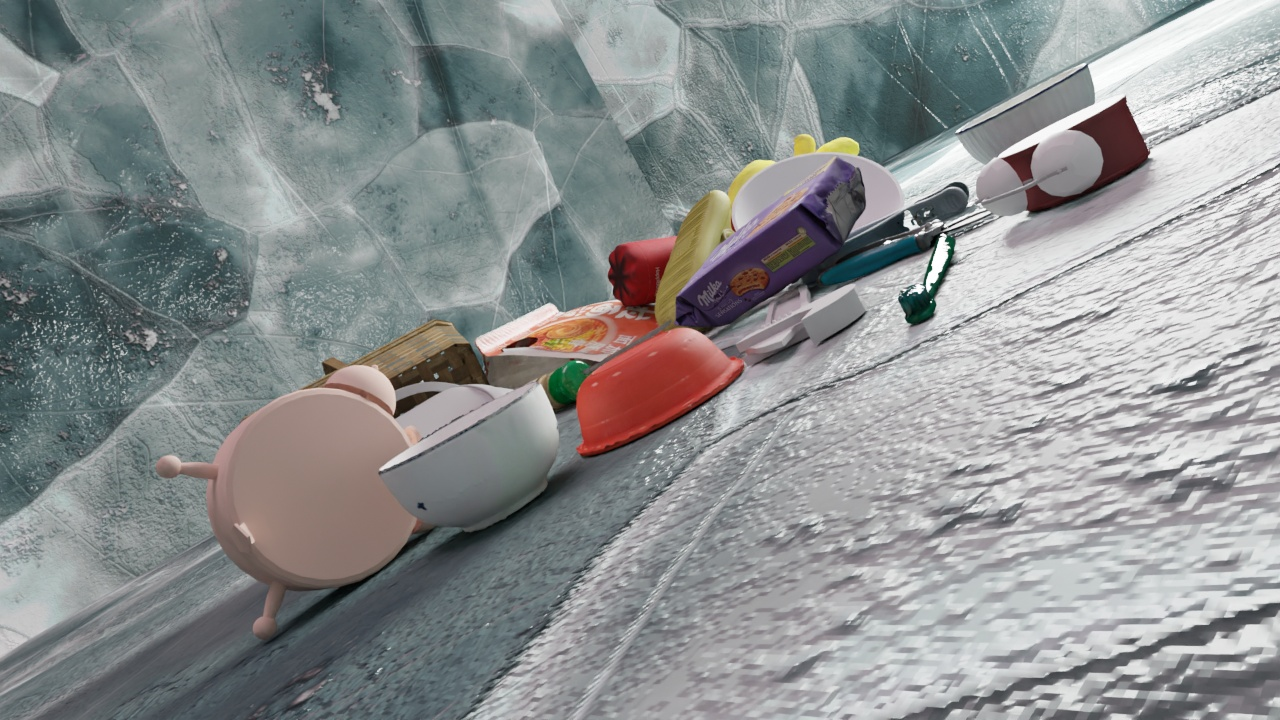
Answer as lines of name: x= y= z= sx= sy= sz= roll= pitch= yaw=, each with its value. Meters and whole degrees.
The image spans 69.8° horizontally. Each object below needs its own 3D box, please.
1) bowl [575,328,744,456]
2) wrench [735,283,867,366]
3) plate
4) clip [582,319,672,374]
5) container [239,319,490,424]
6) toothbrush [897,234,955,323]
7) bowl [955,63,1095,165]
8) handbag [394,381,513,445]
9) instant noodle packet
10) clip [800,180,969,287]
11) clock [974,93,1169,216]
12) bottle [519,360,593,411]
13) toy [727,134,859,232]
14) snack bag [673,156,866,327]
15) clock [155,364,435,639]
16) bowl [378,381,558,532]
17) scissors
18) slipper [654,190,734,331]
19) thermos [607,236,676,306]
bowl: x=0.004 y=0.014 z=0.631 sx=0.130 sy=0.045 sz=0.130 roll=-29 pitch=5 yaw=3
wrench: x=0.122 y=-0.040 z=0.693 sx=0.087 sy=0.018 sz=0.272 roll=-27 pitch=5 yaw=14
plate: x=0.185 y=-0.149 z=0.958 sx=0.174 sy=0.036 sz=0.173 roll=-8 pitch=48 yaw=8
clip: x=-0.004 y=0.006 z=0.867 sx=0.102 sy=0.054 sz=0.057 roll=-30 pitch=41 yaw=-16
container: x=-0.277 y=0.070 z=0.963 sx=0.249 sy=0.157 sz=0.187 roll=-32 pitch=18 yaw=-27
toothbrush: x=0.176 y=-0.055 z=0.557 sx=0.016 sy=0.017 sz=0.189 roll=-25 pitch=7 yaw=28
bowl: x=0.348 y=-0.204 z=0.812 sx=0.118 sy=0.062 sz=0.118 roll=-29 pitch=6 yaw=3
handbag: x=-0.168 y=0.068 z=0.780 sx=0.215 sy=0.095 sz=0.223 roll=-34 pitch=13 yaw=-30
instant noodle packet: x=-0.048 y=-0.015 z=1.035 sx=0.221 sy=0.084 sz=0.164 roll=-3 pitch=16 yaw=31
clip: x=0.222 y=-0.118 z=0.836 sx=0.164 sy=0.028 sz=0.106 roll=-25 pitch=7 yaw=29
clock: x=0.275 y=-0.130 z=0.599 sx=0.124 sy=0.044 sz=0.087 roll=-31 pitch=6 yaw=-24
bottle: x=-0.093 y=0.034 z=0.946 sx=0.111 sy=0.043 sz=0.043 roll=-24 pitch=7 yaw=47
toy: x=0.183 y=-0.185 z=1.063 sx=0.207 sy=0.134 sz=0.092 roll=-34 pitch=1 yaw=-22
snack bag: x=0.115 y=-0.096 z=0.828 sx=0.206 sy=0.058 sz=0.096 roll=-35 pitch=13 yaw=49
clock: x=-0.208 y=0.083 z=0.608 sx=0.086 sy=0.131 sz=0.160 roll=-23 pitch=7 yaw=42
bowl: x=-0.100 y=0.066 z=0.577 sx=0.113 sy=0.063 sz=0.113 roll=-28 pitch=5 yaw=3
scissors: x=0.202 y=-0.089 z=0.722 sx=0.150 sy=0.019 sz=0.131 roll=-27 pitch=8 yaw=-2
slipper: x=0.074 y=-0.098 z=0.995 sx=0.092 sy=0.081 sz=0.190 roll=-35 pitch=33 yaw=49
thermos: x=0.080 y=-0.116 z=1.094 sx=0.239 sy=0.073 sz=0.073 roll=-11 pitch=-2 yaw=-26
